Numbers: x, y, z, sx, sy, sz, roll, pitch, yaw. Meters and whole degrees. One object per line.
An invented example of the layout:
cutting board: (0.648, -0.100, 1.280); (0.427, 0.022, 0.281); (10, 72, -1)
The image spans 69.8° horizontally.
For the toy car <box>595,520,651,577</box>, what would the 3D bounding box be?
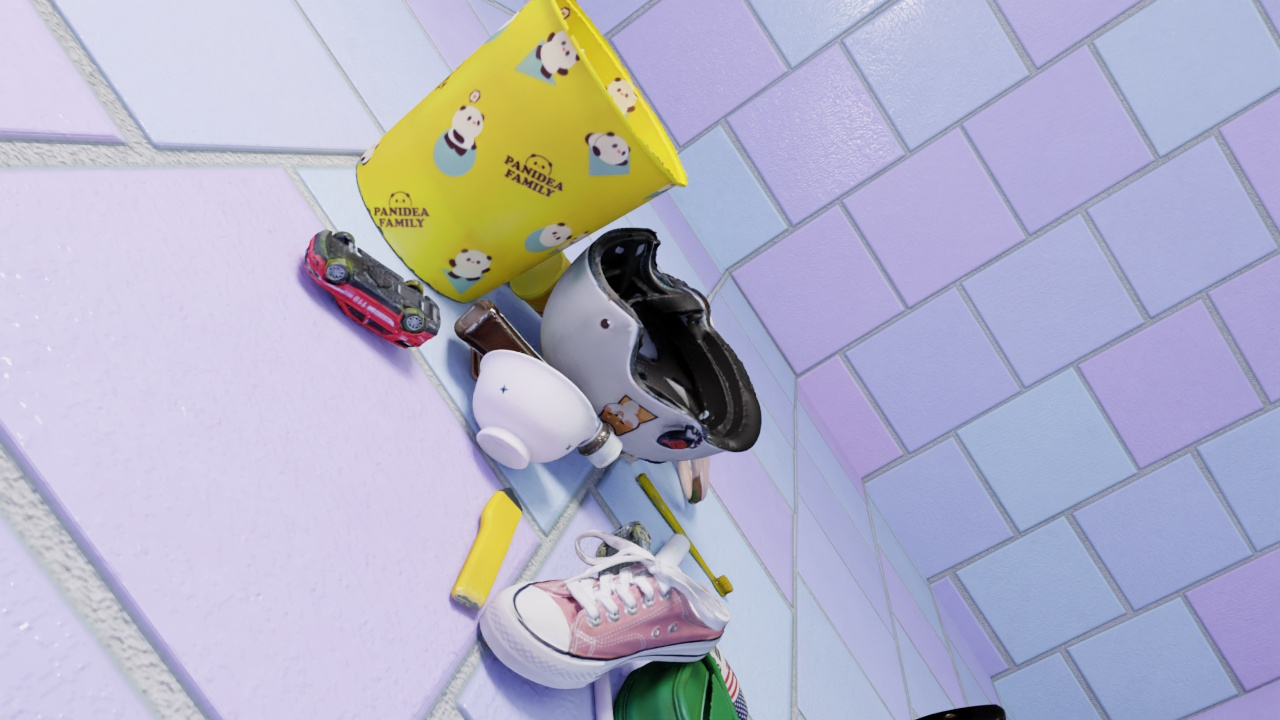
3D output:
toy car: (-0.012, 0.198, 0.844); (0.037, 0.054, 0.120); (47, 16, -25)

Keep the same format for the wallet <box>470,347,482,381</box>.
wallet: (-0.126, 0.018, 0.915); (0.115, 0.020, 0.101); (45, 18, -34)

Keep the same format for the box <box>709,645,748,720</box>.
box: (0.055, 0.297, 0.898); (0.164, 0.052, 0.068); (55, 28, -18)

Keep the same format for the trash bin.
trash bin: (-0.121, -0.200, 0.906); (0.229, 0.256, 0.229); (52, 15, -21)

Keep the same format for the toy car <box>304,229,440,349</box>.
toy car: (-0.213, -0.053, 0.724); (0.120, 0.045, 0.052); (40, 19, -33)

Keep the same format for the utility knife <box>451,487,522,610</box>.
utility knife: (-0.116, 0.140, 0.698); (0.033, 0.015, 0.156); (48, 17, -12)

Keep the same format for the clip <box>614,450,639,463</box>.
clip: (-0.022, 0.102, 1.055); (0.102, 0.035, 0.095); (57, 8, -34)

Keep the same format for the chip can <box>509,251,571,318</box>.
chip can: (-0.067, -0.050, 1.086); (0.213, 0.072, 0.072); (46, 18, -48)

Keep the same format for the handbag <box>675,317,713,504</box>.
handbag: (0.059, 0.072, 1.208); (0.194, 0.093, 0.234); (98, -17, -68)

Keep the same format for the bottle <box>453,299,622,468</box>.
bottle: (-0.091, 0.026, 0.860); (0.195, 0.044, 0.080); (47, -7, -21)

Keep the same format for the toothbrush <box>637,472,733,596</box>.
toothbrush: (0.055, 0.211, 1.111); (0.190, 0.017, 0.015); (55, 14, -12)

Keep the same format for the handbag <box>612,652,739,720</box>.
handbag: (0.036, 0.311, 0.759); (0.120, 0.068, 0.131); (65, 14, 1)

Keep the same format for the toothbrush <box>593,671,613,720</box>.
toothbrush: (-0.021, 0.293, 0.686); (0.021, 0.029, 0.189); (11, 32, -16)

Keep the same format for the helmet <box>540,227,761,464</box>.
helmet: (-0.006, 0.006, 0.974); (0.274, 0.157, 0.229); (48, 28, -29)

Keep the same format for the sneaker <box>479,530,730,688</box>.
sneaker: (-0.010, 0.185, 0.701); (0.240, 0.088, 0.118); (13, 25, -44)

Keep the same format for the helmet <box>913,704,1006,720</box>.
helmet: (0.299, 0.487, 0.923); (0.275, 0.230, 0.233); (48, 24, -67)

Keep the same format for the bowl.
bowl: (-0.104, 0.054, 0.792); (0.118, 0.118, 0.064); (50, 55, -27)

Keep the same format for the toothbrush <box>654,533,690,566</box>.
toothbrush: (0.019, 0.220, 0.951); (0.220, 0.027, 0.026); (-18, 115, -75)
